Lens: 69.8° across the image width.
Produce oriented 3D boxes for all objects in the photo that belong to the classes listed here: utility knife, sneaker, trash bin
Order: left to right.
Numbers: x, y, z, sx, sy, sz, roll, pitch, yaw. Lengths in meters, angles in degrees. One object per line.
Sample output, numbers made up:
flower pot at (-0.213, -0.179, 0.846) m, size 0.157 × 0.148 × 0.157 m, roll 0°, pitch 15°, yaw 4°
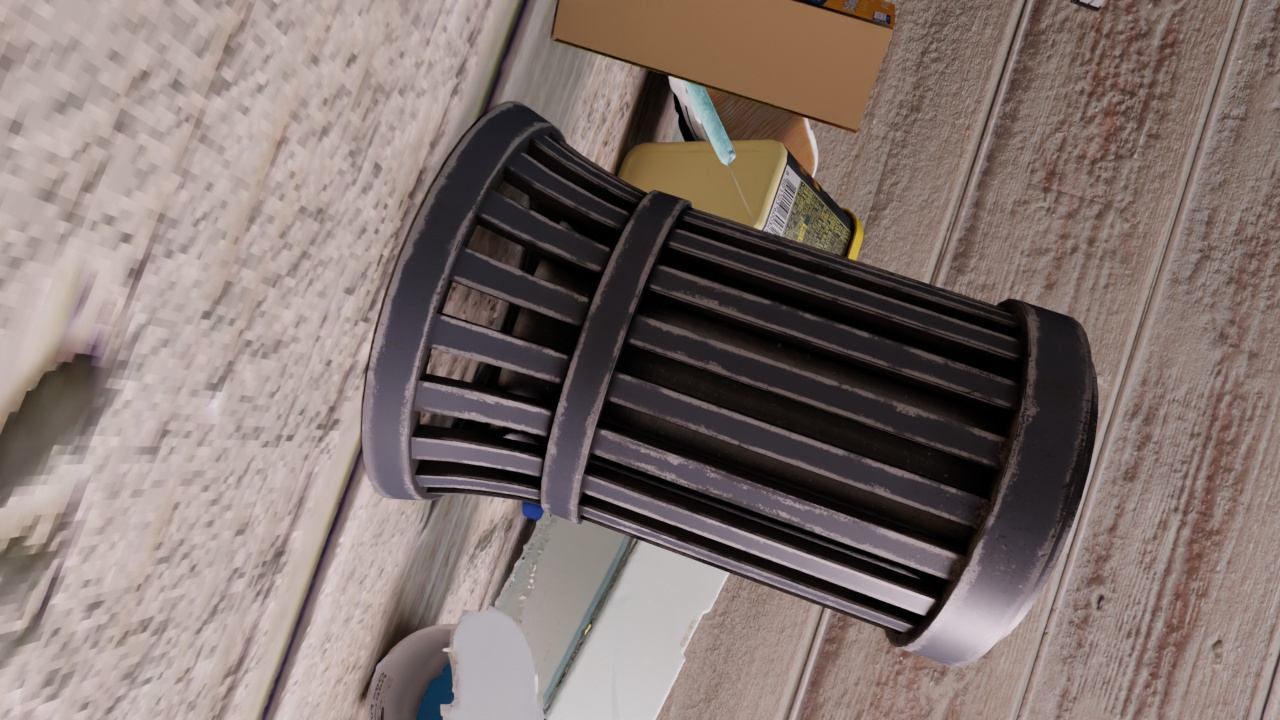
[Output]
utility knife at (0.039, -0.123, 0.480) m, size 0.168 × 0.015 × 0.022 m, roll 63°, pitch 9°, yaw -11°
sneaker at (0.050, -0.200, 0.607) m, size 0.120 × 0.127 × 0.294 m, roll -44°, pitch 160°, yaw -4°
trash bin at (0.036, 0.014, 0.361) m, size 0.164 × 0.227 × 0.164 m, roll 21°, pitch 88°, yaw -84°

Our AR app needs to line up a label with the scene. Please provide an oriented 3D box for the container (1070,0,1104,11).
container at (0.209, -0.397, 0.569) m, size 0.244 × 0.244 × 0.248 m, roll -63°, pitch 170°, yaw -53°

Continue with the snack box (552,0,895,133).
snack box at (0.039, -0.143, 0.388) m, size 0.088 × 0.126 × 0.040 m, roll -60°, pitch 168°, yaw -60°

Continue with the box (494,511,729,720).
box at (-0.019, 0.152, 0.615) m, size 0.197 × 0.136 × 0.043 m, roll -61°, pitch 171°, yaw -7°

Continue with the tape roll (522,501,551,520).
tape roll at (-0.062, 0.074, 0.678) m, size 0.093 × 0.016 × 0.091 m, roll 80°, pitch 30°, yaw -78°

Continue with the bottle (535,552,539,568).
bottle at (-0.066, 0.170, 0.825) m, size 0.141 × 0.042 × 0.042 m, roll 67°, pitch 42°, yaw -81°

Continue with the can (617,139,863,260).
can at (0.056, -0.085, 0.579) m, size 0.101 × 0.131 × 0.072 m, roll 31°, pitch 75°, yaw -47°

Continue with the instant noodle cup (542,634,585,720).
instant noodle cup at (-0.067, 0.251, 0.679) m, size 0.123 × 0.122 × 0.123 m, roll 21°, pitch 88°, yaw -84°

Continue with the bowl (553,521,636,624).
bowl at (-0.035, 0.145, 0.715) m, size 0.115 × 0.059 × 0.116 m, roll -53°, pitch 154°, yaw -41°

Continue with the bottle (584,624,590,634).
bottle at (-0.077, 0.256, 0.903) m, size 0.109 × 0.063 × 0.063 m, roll 94°, pitch 16°, yaw -72°

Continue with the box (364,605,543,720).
box at (-0.083, 0.162, 0.434) m, size 0.161 × 0.092 × 0.081 m, roll 89°, pitch 2°, yaw -67°
